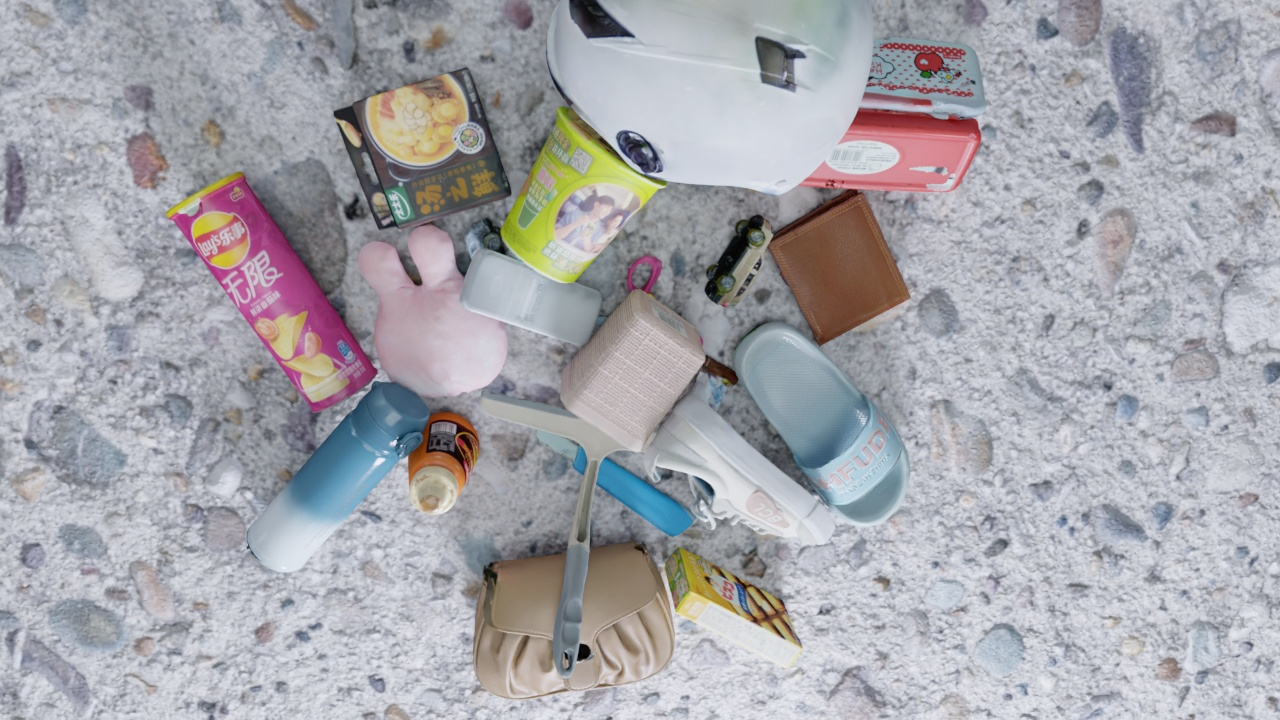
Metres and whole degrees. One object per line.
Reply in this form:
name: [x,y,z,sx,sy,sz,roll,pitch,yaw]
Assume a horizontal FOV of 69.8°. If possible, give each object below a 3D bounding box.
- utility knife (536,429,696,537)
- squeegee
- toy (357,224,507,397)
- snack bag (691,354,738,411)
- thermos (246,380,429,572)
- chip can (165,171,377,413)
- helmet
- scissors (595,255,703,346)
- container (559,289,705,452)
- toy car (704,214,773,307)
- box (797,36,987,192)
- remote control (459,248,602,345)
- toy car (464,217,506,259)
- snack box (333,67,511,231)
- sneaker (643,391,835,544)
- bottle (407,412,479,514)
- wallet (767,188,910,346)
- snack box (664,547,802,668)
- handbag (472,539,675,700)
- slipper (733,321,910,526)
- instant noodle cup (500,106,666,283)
utility knife: [-0.027,0.119,0.922,0.192,0.018,0.034,36,86,-14]
squeegee: [-0.056,0.174,0.878,0.246,0.039,0.246,13,75,-18]
toy: [-0.190,-0.042,0.834,0.121,0.054,0.159,-15,108,2]
snack bag: [0.059,0.050,0.899,0.048,0.026,0.104,29,91,-21]
thermos: [-0.278,0.108,0.847,0.070,0.070,0.221,40,111,-16]
chip can: [-0.319,-0.057,0.808,0.071,0.071,0.210,-29,109,4]
helmet: [0.058,-0.258,0.691,0.258,0.146,0.228,23,74,-1]
scissors: [0.000,-0.034,0.878,0.136,0.017,0.133,20,109,-13]
container: [-0.005,0.005,0.842,0.090,0.089,0.111,34,106,-15]
toy car: [0.094,-0.093,0.854,0.035,0.042,0.090,25,105,-23]
box: [0.200,-0.225,0.824,0.201,0.098,0.116,2,141,-7]
remote control: [-0.095,-0.055,0.816,0.135,0.020,0.056,18,94,-37]
toy car: [-0.131,-0.084,0.833,0.034,0.043,0.090,-21,110,-1]
snack box: [-0.189,-0.180,0.796,0.125,0.053,0.113,-19,109,-5]
sneaker: [0.096,0.131,0.877,0.242,0.089,0.090,41,88,-32]
bottle: [-0.182,0.098,0.830,0.066,0.149,0.067,-2,108,-6]
wallet: [0.187,-0.086,0.873,0.101,0.032,0.124,-29,108,7]
snack box: [0.094,0.253,0.942,0.140,0.087,0.034,28,103,-13]
handbag: [-0.068,0.265,0.922,0.204,0.099,0.148,-8,107,-7]
slipper: [0.184,0.065,0.898,0.104,0.074,0.245,-39,106,6]
instant noodle cup: [-0.058,-0.137,0.795,0.111,0.111,0.124,33,109,-15]
